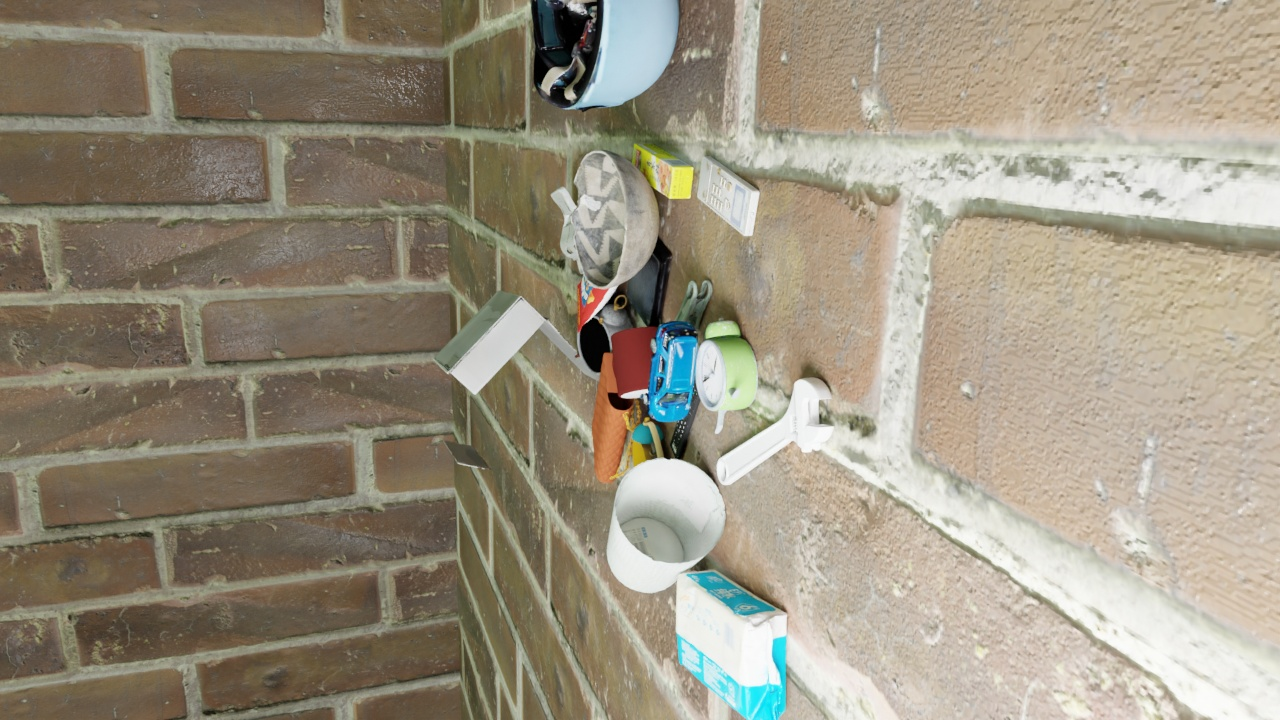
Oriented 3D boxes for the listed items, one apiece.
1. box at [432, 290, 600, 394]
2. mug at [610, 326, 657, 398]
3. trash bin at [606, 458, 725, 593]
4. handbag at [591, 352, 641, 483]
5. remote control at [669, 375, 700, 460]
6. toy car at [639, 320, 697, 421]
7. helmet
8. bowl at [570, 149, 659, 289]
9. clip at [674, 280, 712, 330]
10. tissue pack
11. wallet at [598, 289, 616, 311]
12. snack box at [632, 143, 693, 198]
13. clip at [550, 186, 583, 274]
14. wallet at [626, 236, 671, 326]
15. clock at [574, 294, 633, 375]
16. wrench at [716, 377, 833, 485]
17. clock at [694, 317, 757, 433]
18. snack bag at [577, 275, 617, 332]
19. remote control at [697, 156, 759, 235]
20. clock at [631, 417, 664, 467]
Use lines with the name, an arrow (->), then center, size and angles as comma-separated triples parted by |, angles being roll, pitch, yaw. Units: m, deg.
box -> -0.132, -0.004, 1.508 | 0.167, 0.379, 0.172 | -157, 81, -69
mug -> -0.007, 0.007, 1.240 | 0.106, 0.073, 0.082 | -23, 71, 55
trash bin -> 0.021, 0.215, 1.143 | 0.162, 0.133, 0.133 | 109, 151, -58
handbag -> -0.033, 0.087, 1.342 | 0.172, 0.060, 0.108 | 102, 170, -47
remote control -> 0.059, 0.072, 1.172 | 0.030, 0.009, 0.140 | -112, 27, -42
toy car -> 0.036, 0.015, 1.033 | 0.043, 0.056, 0.120 | -130, 42, -58
helmet -> -0.039, -0.422, 1.121 | 0.265, 0.166, 0.226 | -134, 42, -64
bowl -> -0.023, -0.183, 1.192 | 0.179, 0.081, 0.178 | 173, 90, -67
clip -> 0.065, -0.066, 1.107 | 0.076, 0.045, 0.023 | 108, 149, -46
tissue pack -> 0.101, 0.313, 1.020 | 0.209, 0.066, 0.117 | -169, 77, -69
wallet -> -0.059, -0.075, 1.453 | 0.099, 0.031, 0.120 | -137, 41, -61
snack box -> 0.026, -0.244, 1.177 | 0.148, 0.029, 0.040 | -130, 41, -59
clip -> -0.099, -0.214, 1.498 | 0.125, 0.075, 0.144 | -178, 74, -68
wallet -> 0.010, -0.111, 1.252 | 0.089, 0.026, 0.115 | -122, 34, -51
clock -> -0.046, -0.037, 1.367 | 0.104, 0.056, 0.148 | 51, 137, 33
wrench -> 0.132, 0.086, 0.962 | 0.274, 0.018, 0.066 | 129, 135, -64
clock -> 0.092, 0.010, 1.021 | 0.095, 0.042, 0.119 | 112, 148, -49
snack bag -> -0.056, -0.129, 1.354 | 0.144, 0.039, 0.130 | -55, 23, 29
remote control -> 0.095, -0.185, 1.021 | 0.135, 0.011, 0.050 | -125, 37, -56
clock -> 0.014, 0.141, 1.269 | 0.130, 0.043, 0.099 | 104, 155, -57
